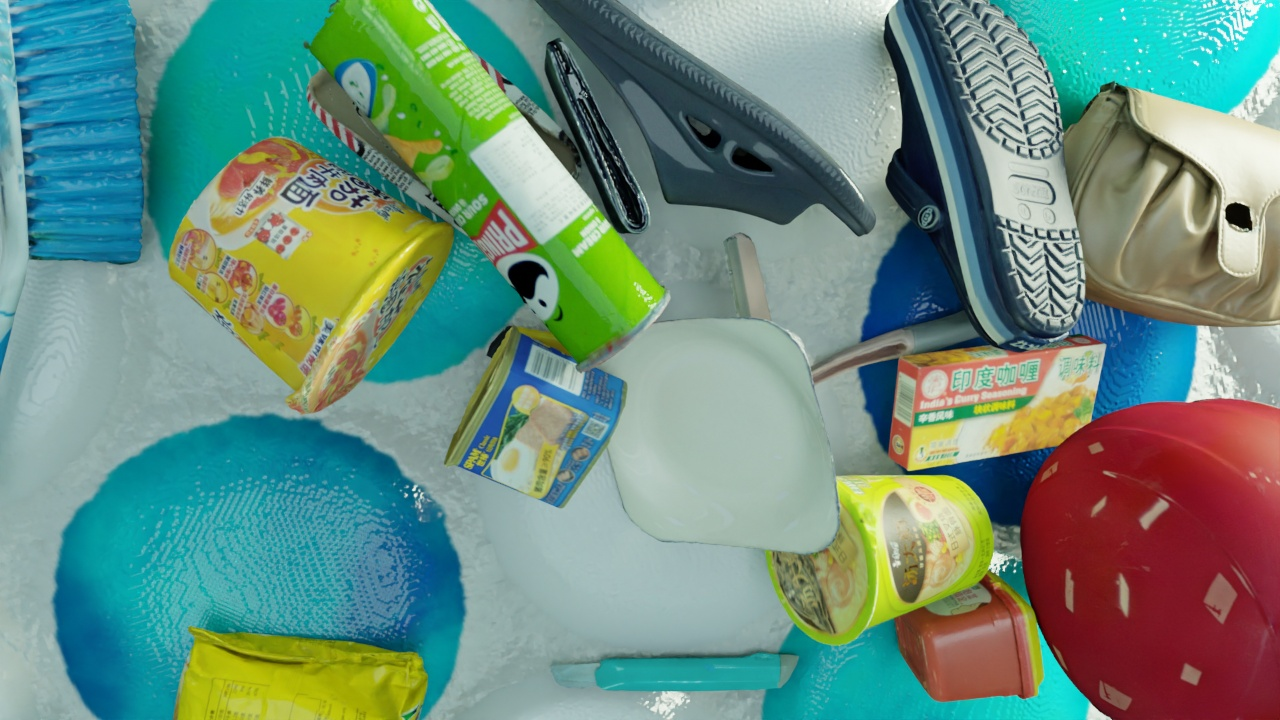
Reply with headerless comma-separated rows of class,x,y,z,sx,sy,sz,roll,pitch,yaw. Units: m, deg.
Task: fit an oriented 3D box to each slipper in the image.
slipper,0.219,-0.125,0.608,0.105,0.095,0.252,-4,76,-32
slipper,0.026,-0.149,0.579,0.268,0.110,0.083,36,107,-6

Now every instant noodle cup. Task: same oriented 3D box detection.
instant noodle cup,0.165,0.122,0.616,0.123,0.112,0.112,-4,98,-28
instant noodle cup,-0.193,-0.056,0.538,0.110,0.138,0.138,36,91,-3

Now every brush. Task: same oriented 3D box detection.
brush,-0.351,-0.060,0.537,0.109,0.060,0.315,-8,114,-38

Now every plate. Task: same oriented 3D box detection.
plate,0.049,0.046,0.596,0.165,0.034,0.164,-2,112,34

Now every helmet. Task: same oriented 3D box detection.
helmet,0.333,0.137,0.589,0.143,0.207,0.240,10,89,-26

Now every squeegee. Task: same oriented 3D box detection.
squeegee,0.184,-0.008,0.645,0.249,0.040,0.248,-18,115,-11

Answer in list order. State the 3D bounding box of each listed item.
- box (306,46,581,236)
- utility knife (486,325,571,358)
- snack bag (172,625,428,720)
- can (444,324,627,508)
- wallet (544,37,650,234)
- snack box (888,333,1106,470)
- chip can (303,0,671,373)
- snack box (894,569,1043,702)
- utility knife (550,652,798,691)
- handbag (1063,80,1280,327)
box,-0.120,-0.137,0.562,0.162,0.076,0.086,37,60,-15
utility knife,-0.004,0.004,0.629,0.202,0.015,0.033,9,118,-10
snack bag,-0.236,0.300,0.606,0.158,0.068,0.246,10,95,-10
can,-0.067,0.039,0.589,0.083,0.057,0.102,25,125,-14
wallet,-0.030,-0.133,0.566,0.019,0.097,0.121,-26,101,-3
snack box,0.251,0.028,0.646,0.155,0.027,0.077,-7,112,-17
chip can,-0.081,-0.104,0.517,0.072,0.072,0.236,-40,102,-2
snack box,0.229,0.194,0.653,0.080,0.091,0.082,-11,99,0
utility knife,0.026,0.225,0.663,0.182,0.013,0.029,3,93,-10
handbag,0.378,-0.101,0.631,0.204,0.100,0.148,10,93,-13
